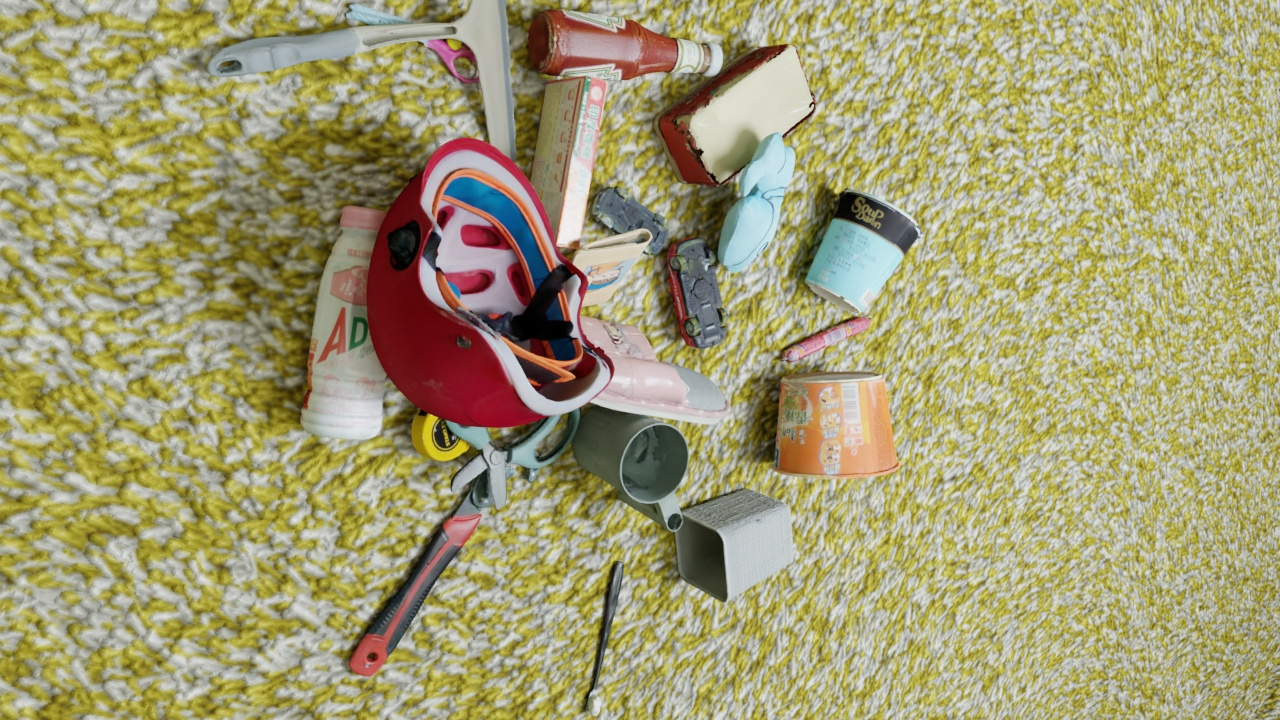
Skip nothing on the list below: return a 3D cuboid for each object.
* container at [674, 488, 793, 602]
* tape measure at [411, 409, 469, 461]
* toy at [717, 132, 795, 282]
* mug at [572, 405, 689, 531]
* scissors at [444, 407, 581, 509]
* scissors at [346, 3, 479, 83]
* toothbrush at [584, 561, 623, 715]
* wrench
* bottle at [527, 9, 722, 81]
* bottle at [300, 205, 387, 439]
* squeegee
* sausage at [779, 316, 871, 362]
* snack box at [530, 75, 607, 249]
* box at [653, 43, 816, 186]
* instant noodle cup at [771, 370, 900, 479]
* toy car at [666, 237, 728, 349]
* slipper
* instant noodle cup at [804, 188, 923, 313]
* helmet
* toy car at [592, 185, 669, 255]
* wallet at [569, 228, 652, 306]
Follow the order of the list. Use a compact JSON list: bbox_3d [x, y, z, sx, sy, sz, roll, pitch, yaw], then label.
[{"bbox_3d":[0.112,0.210,1.072,0.114,0.090,0.090,-17,110,-33],"label":"container"},{"bbox_3d":[-0.191,0.066,0.871,0.057,0.029,0.060,-27,114,-47],"label":"tape measure"},{"bbox_3d":[0.122,-0.159,0.982,0.156,0.050,0.161,-59,160,7],"label":"toy"},{"bbox_3d":[-0.007,0.111,0.960,0.083,0.103,0.124,-28,115,-26],"label":"mug"},{"bbox_3d":[-0.127,0.053,0.902,0.169,0.019,0.174,-25,111,-41],"label":"scissors"},{"bbox_3d":[-0.193,-0.283,0.808,0.135,0.017,0.063,5,110,-30],"label":"scissors"},{"bbox_3d":[-0.039,0.314,1.038,0.015,0.018,0.181,8,94,-32],"label":"toothbrush"},{"bbox_3d":[-0.194,0.192,0.908,0.056,0.016,0.273,46,74,-31],"label":"wrench"},{"bbox_3d":[-0.009,-0.303,0.898,0.205,0.060,0.060,-6,104,-33],"label":"bottle"},{"bbox_3d":[-0.248,-0.033,0.795,0.068,0.068,0.197,7,93,-34],"label":"bottle"},{"bbox_3d":[-0.232,-0.265,0.766,0.246,0.039,0.247,-16,132,-20],"label":"squeegee"},{"bbox_3d":[0.231,-0.027,1.139,0.155,0.020,0.020,-22,112,-28],"label":"sausage"},{"bbox_3d":[-0.074,-0.186,0.867,0.027,0.077,0.156,7,97,-35],"label":"snack box"},{"bbox_3d":[0.106,-0.262,0.969,0.168,0.080,0.091,-40,120,-21],"label":"box"},{"bbox_3d":[0.229,0.073,1.089,0.151,0.152,0.111,-6,95,-33],"label":"instant noodle cup"},{"bbox_3d":[0.058,-0.073,0.999,0.052,0.045,0.120,-17,103,-32],"label":"toy car"},{"bbox_3d":[-0.006,0.006,0.939,0.274,0.114,0.054,18,116,-37],"label":"slipper"},{"bbox_3d":[0.257,-0.125,1.091,0.111,0.111,0.120,29,93,-34],"label":"instant noodle cup"},{"bbox_3d":[-0.146,-0.049,0.769,0.206,0.144,0.240,9,59,-60],"label":"helmet"},{"bbox_3d":[-0.011,-0.144,0.945,0.090,0.034,0.043,30,86,-32],"label":"toy car"},{"bbox_3d":[-0.047,-0.086,0.894,0.087,0.115,0.024,-18,74,-30],"label":"wallet"}]
